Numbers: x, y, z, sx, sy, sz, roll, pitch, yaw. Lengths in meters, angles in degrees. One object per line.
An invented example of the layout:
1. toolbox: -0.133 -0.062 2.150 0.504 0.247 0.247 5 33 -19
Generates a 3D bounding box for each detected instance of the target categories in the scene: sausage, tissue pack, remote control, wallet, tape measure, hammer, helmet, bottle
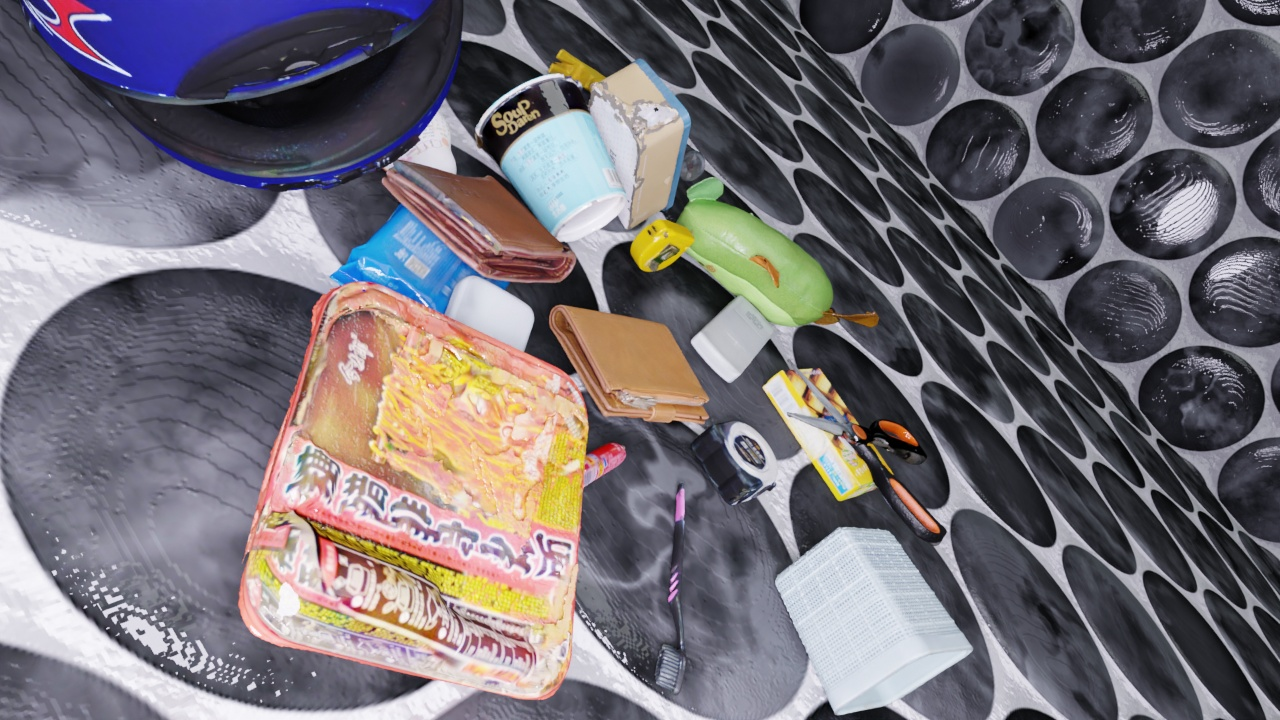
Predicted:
1. sausage: -0.048 0.080 0.610 0.020 0.020 0.155 51 29 7
2. tissue pack: -0.143 -0.057 0.624 0.095 0.052 0.156 38 30 -12
3. remote control: -0.106 0.016 0.555 0.056 0.020 0.135 30 62 -31
4. wallet: -0.105 -0.096 0.625 0.101 0.032 0.124 42 17 14
5. wallet: -0.004 0.004 0.755 0.131 0.031 0.107 7 45 -49
6. tape measure: 0.020 -0.111 0.906 0.060 0.057 0.029 8 44 -55
7. hammer: -0.011 -0.273 1.020 0.128 0.033 0.300 20 21 -39
8. helmet: -0.214 -0.216 0.527 0.315 0.247 0.241 58 -13 31
9. tape measure: 0.082 0.085 0.768 0.065 0.034 0.065 -2 56 -51
10. bottle: -0.176 -0.168 0.707 0.063 0.063 0.108 -5 57 -56
11. remote control: 0.096 -0.024 0.936 0.058 0.021 0.149 47 29 2

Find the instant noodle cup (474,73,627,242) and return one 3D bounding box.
1. instant noodle cup: -0.074 -0.174 0.826 0.111 0.111 0.120 -17 76 -59

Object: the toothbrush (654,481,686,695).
1. toothbrush: 0.023 0.146 0.630 0.017 0.014 0.188 25 32 -13

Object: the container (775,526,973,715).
1. container: 0.171 0.192 0.694 0.089 0.090 0.111 13 40 -46

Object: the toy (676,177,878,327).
1. toy: 0.138 -0.100 1.017 0.246 0.090 0.227 34 4 -7

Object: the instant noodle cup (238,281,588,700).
1. instant noodle cup: -0.109 0.067 0.458 0.164 0.079 0.188 28 49 -31

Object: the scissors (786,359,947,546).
1. scissors: 0.224 0.089 0.904 0.234 0.022 0.220 10 42 -47

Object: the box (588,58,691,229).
1. box: -0.007 -0.202 0.897 0.090 0.061 0.184 54 -14 12

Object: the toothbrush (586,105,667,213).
1. toothbrush: -0.025 -0.241 1.059 0.189 0.014 0.016 53 28 14

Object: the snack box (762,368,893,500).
1. snack box: 0.190 0.072 0.932 0.086 0.034 0.140 -1 56 -53
